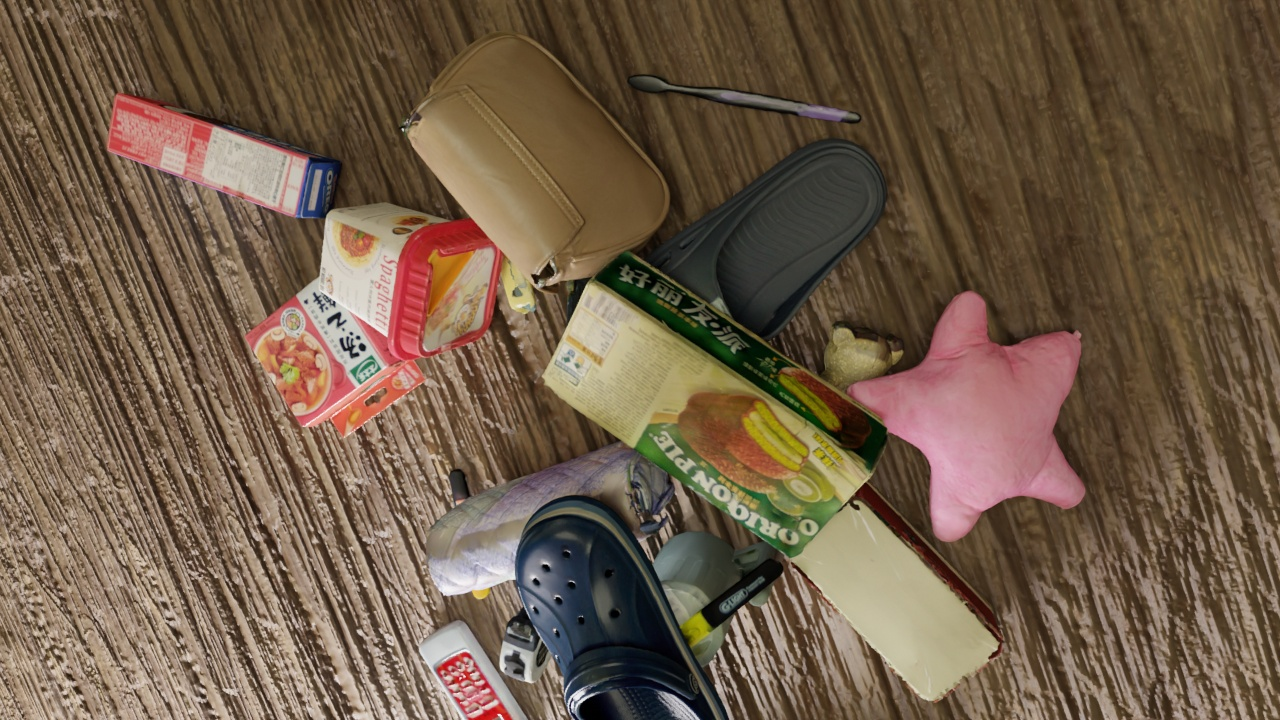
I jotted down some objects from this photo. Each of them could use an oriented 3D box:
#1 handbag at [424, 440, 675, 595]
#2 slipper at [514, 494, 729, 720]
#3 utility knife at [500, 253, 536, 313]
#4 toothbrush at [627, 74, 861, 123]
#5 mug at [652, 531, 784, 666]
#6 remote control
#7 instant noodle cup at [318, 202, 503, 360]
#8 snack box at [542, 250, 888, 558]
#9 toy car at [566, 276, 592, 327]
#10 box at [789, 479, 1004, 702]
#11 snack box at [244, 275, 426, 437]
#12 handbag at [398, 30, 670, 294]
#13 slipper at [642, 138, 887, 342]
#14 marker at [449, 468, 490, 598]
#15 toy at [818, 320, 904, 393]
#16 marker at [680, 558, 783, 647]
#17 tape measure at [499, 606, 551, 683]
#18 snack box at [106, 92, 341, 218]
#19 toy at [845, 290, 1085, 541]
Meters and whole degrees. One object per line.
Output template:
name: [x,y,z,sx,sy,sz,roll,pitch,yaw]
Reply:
handbag: [-0.068,0.129,0.766,0.194,0.134,0.075,-21,93,18]
slipper: [-0.020,0.222,0.666,0.105,0.095,0.253,-25,101,20]
utility knife: [-0.118,-0.115,0.800,0.031,0.018,0.152,-12,101,23]
toothbrush: [0.081,-0.208,0.731,0.189,0.016,0.014,12,114,10]
mug: [0.057,0.192,0.760,0.124,0.103,0.083,-25,93,18]
remote control: [-0.159,0.317,0.884,0.056,0.020,0.136,-32,91,19]
instant noodle cup: [-0.198,-0.076,0.777,0.124,0.116,0.116,24,115,22]
snack box: [0.051,0.033,0.684,0.240,0.063,0.115,34,130,6]
toy car: [-0.039,-0.035,0.781,0.049,0.031,0.106,7,102,9]
box: [0.199,0.184,0.733,0.168,0.079,0.091,46,107,4]
snack box: [-0.282,-0.002,0.846,0.113,0.044,0.127,-34,90,18]
handbag: [-0.082,-0.149,0.721,0.204,0.147,0.100,49,145,4]
slipper: [0.075,-0.065,0.710,0.268,0.083,0.110,-40,101,14]
marker: [-0.160,0.162,0.860,0.018,0.015,0.124,-10,95,15]
toy: [0.153,0.044,0.735,0.105,0.066,0.157,14,110,-19]
marker: [0.060,0.190,0.696,0.124,0.015,0.018,-43,92,18]
tape measure: [-0.101,0.256,0.833,0.033,0.065,0.066,16,101,16]
snack box: [-0.377,-0.184,0.833,0.207,0.057,0.058,20,102,11]
toy: [0.268,0.043,0.693,0.178,0.074,0.194,-38,101,3]
